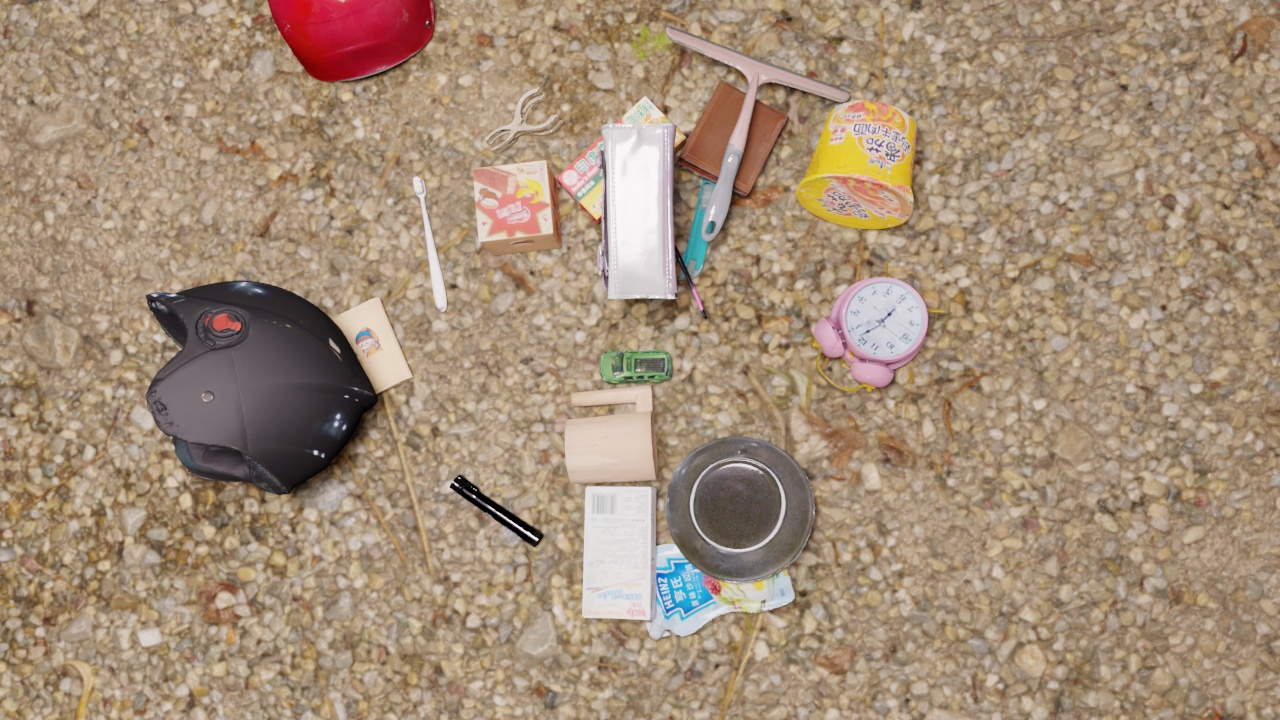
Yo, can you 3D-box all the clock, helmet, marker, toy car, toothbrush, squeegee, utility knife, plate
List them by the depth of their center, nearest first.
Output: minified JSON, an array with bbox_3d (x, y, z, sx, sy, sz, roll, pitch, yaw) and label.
[{"bbox_3d":[-0.448,0.022,1.065,0.229,0.234,0.274,-29,85,-27],"label":"helmet"},{"bbox_3d":[0.117,0.173,1.093,0.179,0.024,0.179,-4,69,9],"label":"plate"},{"bbox_3d":[0.278,-0.032,1.109,0.117,0.060,0.158,42,90,7],"label":"clock"},{"bbox_3d":[0.117,-0.264,1.116,0.247,0.040,0.249,18,82,-7],"label":"squeegee"},{"bbox_3d":[-0.178,0.186,1.134,0.132,0.020,0.022,33,102,7],"label":"marker"},{"bbox_3d":[-0.007,0.007,1.136,0.091,0.036,0.043,-2,85,7],"label":"toy car"},{"bbox_3d":[0.044,-0.135,1.148,0.018,0.014,0.189,-24,76,11],"label":"toothbrush"},{"bbox_3d":[-0.381,-0.490,1.159,0.207,0.144,0.240,-14,82,4],"label":"helmet"},{"bbox_3d":[0.084,-0.204,1.162,0.029,0.013,0.216,13,84,3],"label":"utility knife"},{"bbox_3d":[-0.270,-0.150,1.176,0.016,0.016,0.180,-12,84,4],"label":"toothbrush"}]

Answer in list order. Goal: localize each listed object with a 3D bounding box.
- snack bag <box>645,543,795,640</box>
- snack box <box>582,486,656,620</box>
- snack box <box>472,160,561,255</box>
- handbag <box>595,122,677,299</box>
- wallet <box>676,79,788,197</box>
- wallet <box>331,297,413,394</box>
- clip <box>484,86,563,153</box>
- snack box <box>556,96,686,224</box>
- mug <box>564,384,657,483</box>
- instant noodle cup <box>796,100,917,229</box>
[{"bbox_3d":[0.081,0.263,1.103,0.191,0.039,0.110,-18,87,4],"label":"snack bag"},{"bbox_3d":[-0.025,0.230,1.103,0.085,0.027,0.156,-2,80,17],"label":"snack box"},{"bbox_3d":[-0.152,-0.189,1.143,0.093,0.077,0.094,-6,84,2],"label":"snack box"},{"bbox_3d":[-0.003,-0.173,1.083,0.098,0.145,0.197,0,96,5],"label":"handbag"},{"bbox_3d":[0.117,-0.278,1.152,0.101,0.032,0.124,27,81,-2],"label":"wallet"},{"bbox_3d":[-0.350,-0.012,1.164,0.087,0.024,0.115,-25,85,2],"label":"wallet"},{"bbox_3d":[-0.153,-0.315,1.180,0.103,0.035,0.092,-9,87,10],"label":"clip"},{"bbox_3d":[-0.024,-0.254,1.167,0.155,0.027,0.077,-43,84,-2],"label":"snack box"},{"bbox_3d":[-0.035,0.088,1.112,0.103,0.084,0.124,-5,59,4],"label":"mug"},{"bbox_3d":[0.267,-0.235,1.100,0.138,0.138,0.109,16,77,5],"label":"instant noodle cup"}]
